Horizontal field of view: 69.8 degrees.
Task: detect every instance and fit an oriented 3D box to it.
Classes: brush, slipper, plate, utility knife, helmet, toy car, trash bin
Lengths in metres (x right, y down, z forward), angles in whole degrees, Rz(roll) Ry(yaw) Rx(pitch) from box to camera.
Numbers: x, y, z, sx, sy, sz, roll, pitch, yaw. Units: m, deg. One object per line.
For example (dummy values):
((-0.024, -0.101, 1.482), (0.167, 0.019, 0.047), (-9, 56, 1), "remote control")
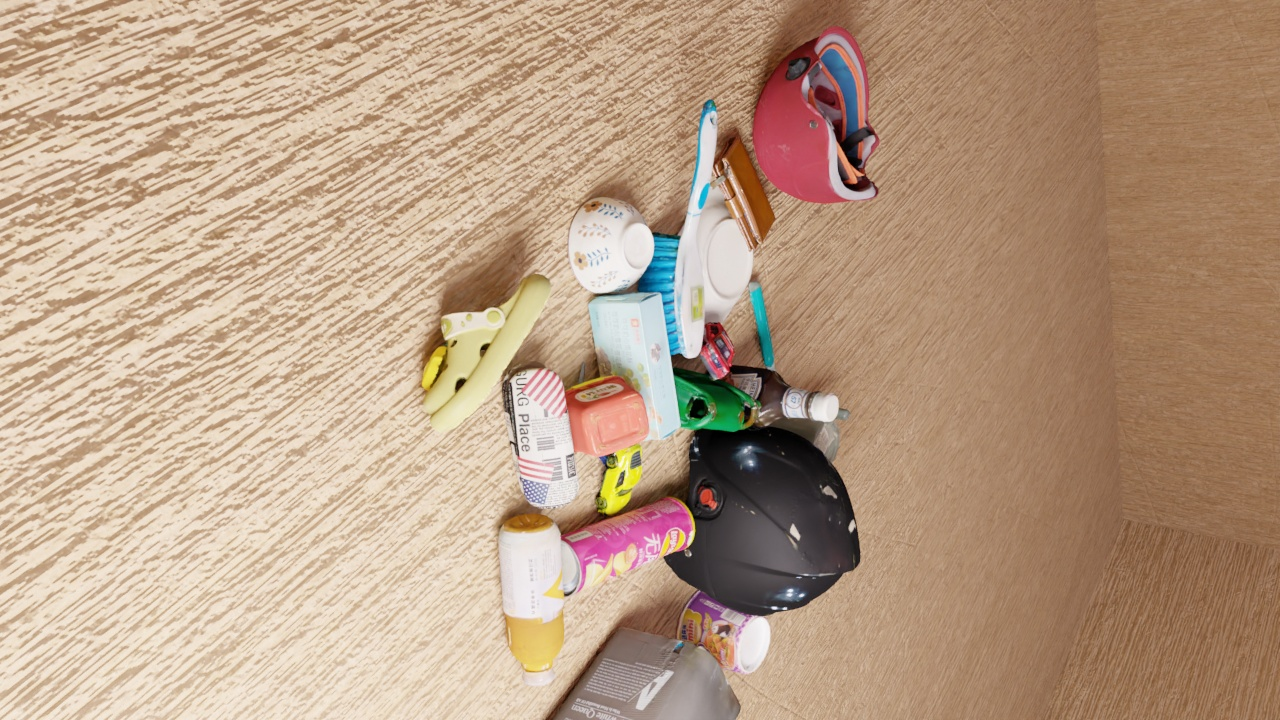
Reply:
((0.050, -0.151, 1.114), (0.060, 0.110, 0.315), (-15, 108, -45), "brush")
((-0.164, -0.018, 0.919), (0.081, 0.092, 0.190), (35, 75, -4), "slipper")
((0.109, -0.138, 1.246), (0.164, 0.034, 0.163), (51, 58, -40), "plate")
((0.186, -0.025, 1.370), (0.029, 0.013, 0.222), (-41, 129, -35), "utility knife")
((0.172, 0.205, 1.244), (0.233, 0.231, 0.274), (-5, 80, -51), "helmet")
((0.236, -0.332, 1.283), (0.206, 0.144, 0.239), (28, 61, -49), "helmet")
((0.096, -0.016, 1.198), (0.053, 0.045, 0.120), (55, 14, -16), "toy car")
((-0.022, 0.148, 1.120), (0.048, 0.032, 0.105), (-18, 131, -51), "toy car")
((-0.001, 0.463, 1.105), (0.219, 0.199, 0.199), (-56, 134, -37), "trash bin")

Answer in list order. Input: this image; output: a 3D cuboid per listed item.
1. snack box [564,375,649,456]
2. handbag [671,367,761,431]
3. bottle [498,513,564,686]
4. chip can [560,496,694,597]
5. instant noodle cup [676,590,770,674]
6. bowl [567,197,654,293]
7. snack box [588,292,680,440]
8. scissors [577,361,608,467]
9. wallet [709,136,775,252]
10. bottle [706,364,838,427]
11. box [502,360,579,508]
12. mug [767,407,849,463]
((-0.040, 0.067, 1.034), (0.091, 0.080, 0.082), (-19, 108, -24), "snack box")
((0.076, 0.052, 1.172), (0.131, 0.120, 0.068), (10, 94, -52), "handbag")
((-0.119, 0.267, 1.017), (0.067, 0.068, 0.189), (-16, 108, -48), "bottle")
((-0.025, 0.225, 1.119), (0.210, 0.071, 0.071), (-10, 104, -48), "chip can")
((0.123, 0.389, 1.301), (0.111, 0.099, 0.111), (-14, 108, -49), "instant noodle cup")
((-0.025, -0.133, 1.067), (0.113, 0.062, 0.113), (-8, 101, -48), "bowl")
((-0.006, 0.006, 1.092), (0.051, 0.074, 0.175), (-29, 115, -50), "snack box")
((-0.074, 0.091, 1.085), (0.175, 0.012, 0.162), (40, 66, -43), "scissors")
((0.139, -0.222, 1.230), (0.131, 0.035, 0.118), (62, 35, -22), "wallet")
((0.169, 0.051, 1.221), (0.044, 0.195, 0.079), (42, 64, -45), "bottle")
((-0.106, 0.085, 0.992), (0.074, 0.081, 0.163), (-16, 111, -31), "box")
((0.248, 0.105, 1.395), (0.123, 0.103, 0.084), (-44, 128, -33), "mug")
